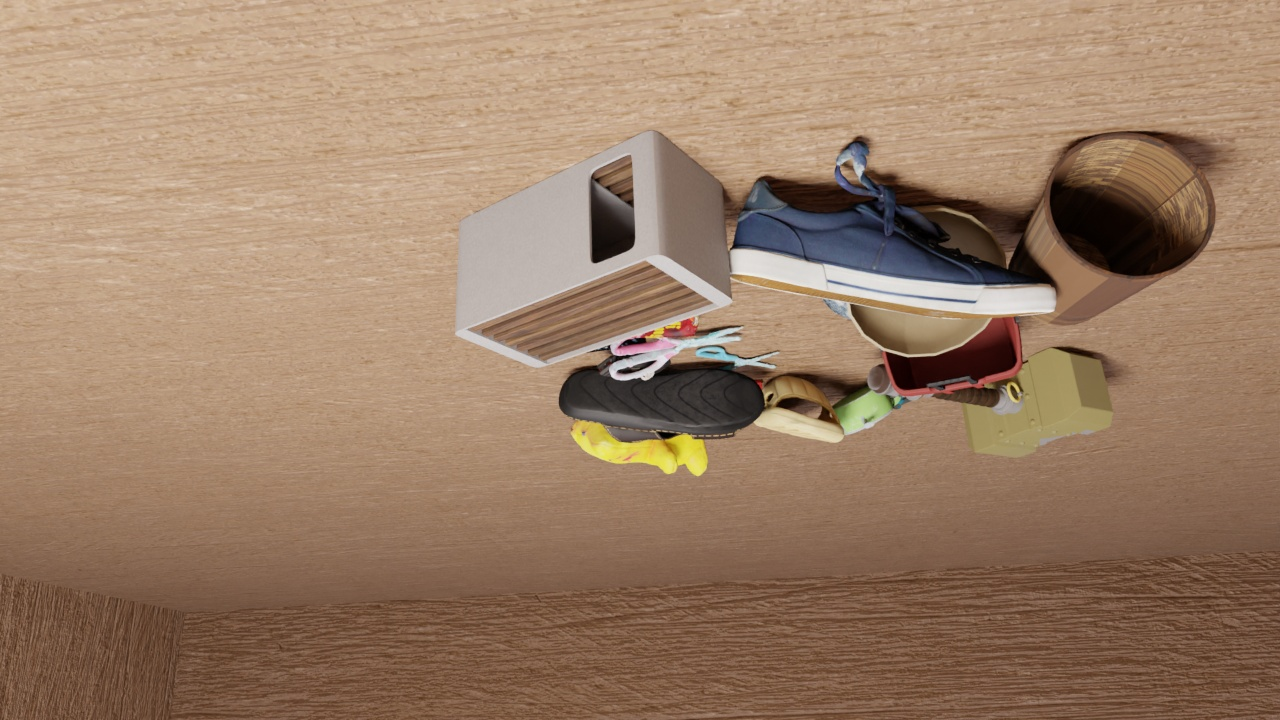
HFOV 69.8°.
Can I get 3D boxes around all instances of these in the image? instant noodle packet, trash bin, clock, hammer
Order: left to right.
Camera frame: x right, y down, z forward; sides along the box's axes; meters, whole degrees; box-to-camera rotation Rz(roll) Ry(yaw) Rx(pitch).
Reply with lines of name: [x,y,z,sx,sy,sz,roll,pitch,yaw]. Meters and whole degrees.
trash bin: [-0.046,-0.090,0.824,0.229,0.114,0.114,-17,153,33]
instant noodle packet: [0.001,-0.058,1.010,0.135,0.039,0.099,0,151,-2]
clock: [0.316,0.066,1.298,0.095,0.042,0.119,-29,180,42]
hammer: [0.437,0.045,1.221,0.324,0.100,0.191,9,155,-26]

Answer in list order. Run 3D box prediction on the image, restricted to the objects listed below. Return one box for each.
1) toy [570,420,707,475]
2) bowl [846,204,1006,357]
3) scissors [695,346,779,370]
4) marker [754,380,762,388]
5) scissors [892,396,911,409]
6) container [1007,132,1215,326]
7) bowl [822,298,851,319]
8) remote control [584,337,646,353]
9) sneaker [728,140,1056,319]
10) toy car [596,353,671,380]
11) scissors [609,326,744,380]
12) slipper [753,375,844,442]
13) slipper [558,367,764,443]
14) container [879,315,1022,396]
toy: [0.005,0.116,1.368,0.193,0.087,0.134,11,-177,-26]
bowl: [0.272,-0.082,0.895,0.152,0.050,0.152,1,116,3]
scissors: [0.114,0.001,1.204,0.135,0.015,0.133,-22,152,28]
marker: [0.099,0.037,1.286,0.142,0.012,0.013,-3,158,3]
scissors: [0.372,0.058,1.352,0.128,0.019,0.142,-18,160,21]
container: [0.408,-0.105,0.831,0.132,0.132,0.167,-4,164,4]
bowl: [0.245,-0.071,0.973,0.114,0.060,0.114,-2,159,-1]
remote control: [-0.070,-0.025,1.106,0.150,0.022,0.047,-8,158,17]
sneaker: [0.229,-0.107,0.813,0.294,0.127,0.121,12,179,-1]
toy car: [-0.007,0.007,1.151,0.092,0.037,0.040,-3,161,-32]
scissors: [0.044,-0.010,1.115,0.178,0.016,0.103,-8,147,-19]
slipper: [0.219,0.066,1.278,0.111,0.079,0.261,18,176,-2]
slipper: [0.027,0.060,1.203,0.268,0.112,0.076,2,146,3]
container: [0.340,-0.023,1.011,0.148,0.127,0.200,-13,166,23]
